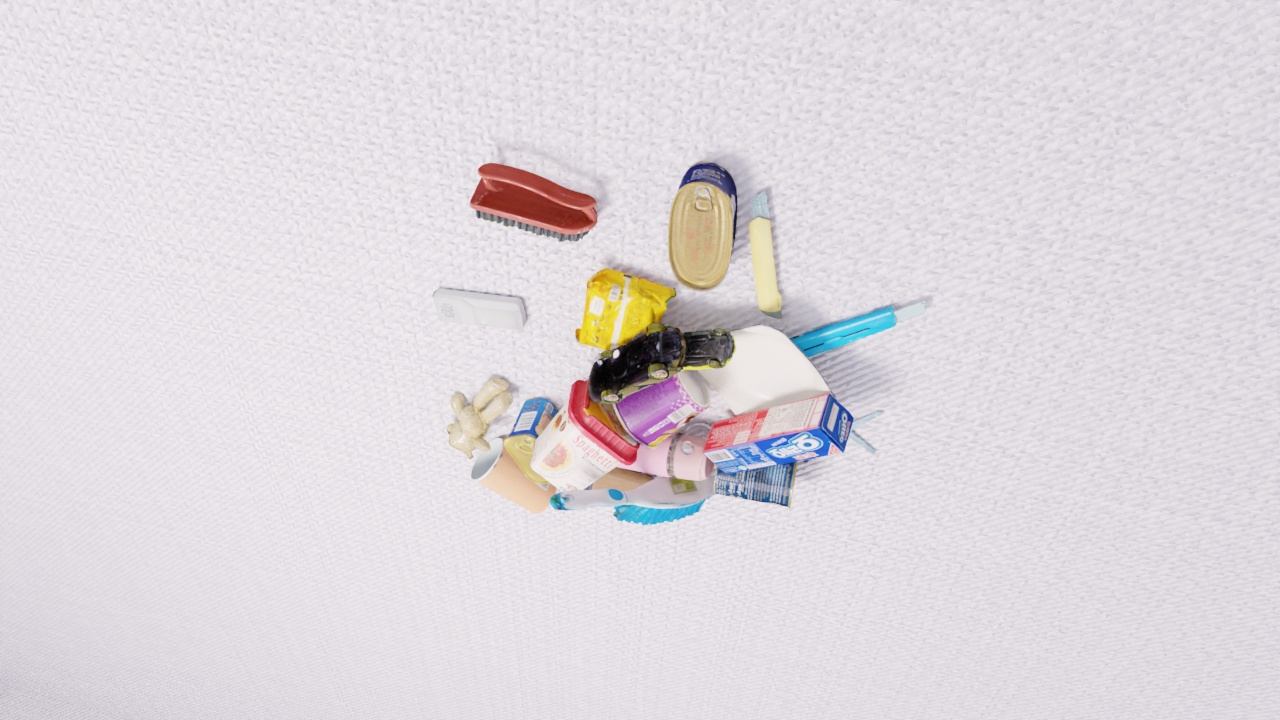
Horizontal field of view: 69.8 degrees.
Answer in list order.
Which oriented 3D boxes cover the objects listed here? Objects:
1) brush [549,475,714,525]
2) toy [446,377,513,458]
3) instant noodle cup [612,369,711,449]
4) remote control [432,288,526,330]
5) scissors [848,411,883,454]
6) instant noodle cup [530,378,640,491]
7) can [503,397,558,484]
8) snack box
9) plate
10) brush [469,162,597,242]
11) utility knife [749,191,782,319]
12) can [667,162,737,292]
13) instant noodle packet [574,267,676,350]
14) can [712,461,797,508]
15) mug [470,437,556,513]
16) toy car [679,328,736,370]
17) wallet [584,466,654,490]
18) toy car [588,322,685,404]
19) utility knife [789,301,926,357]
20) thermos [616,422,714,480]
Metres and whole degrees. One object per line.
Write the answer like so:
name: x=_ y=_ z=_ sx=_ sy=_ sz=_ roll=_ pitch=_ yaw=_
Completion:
brush: x=-0.013 y=0.194 z=1.274 sx=0.313 sy=0.060 sz=0.110 roll=-3 pitch=153 yaw=-37
toy: x=-0.240 y=0.084 z=1.372 sx=0.105 sy=0.066 sz=0.158 roll=53 pitch=130 yaw=12
instant noodle cup: x=0.031 y=0.046 z=1.207 sx=0.099 sy=0.111 sz=0.111 roll=-32 pitch=117 yaw=23
remote control: x=-0.217 y=-0.067 z=1.238 sx=0.125 sy=0.024 sz=0.049 roll=8 pitch=134 yaw=13
scissors: x=0.267 y=0.094 z=1.234 sx=0.133 sy=0.017 sz=0.134 roll=36 pitch=130 yaw=-21
instant noodle cup: x=-0.076 y=0.108 z=1.229 sx=0.116 sy=0.116 sz=0.124 roll=39 pitch=112 yaw=-17
can: x=-0.146 y=0.117 z=1.347 sx=0.057 sy=0.083 sz=0.102 roll=-11 pitch=127 yaw=27
snack box: x=0.173 y=0.098 z=1.177 sx=0.057 sy=0.058 sz=0.208 roll=42 pitch=144 yaw=-23
plate: x=0.157 y=0.014 z=1.166 sx=0.165 sy=0.034 sz=0.163 roll=-16 pitch=124 yaw=45
brush: x=-0.120 y=-0.184 z=1.065 sx=0.146 sy=0.063 sz=0.069 roll=17 pitch=149 yaw=1
utility knife: x=0.145 y=-0.117 z=1.069 sx=0.031 sy=0.019 sz=0.184 roll=-1 pitch=138 yaw=14
can: x=0.072 y=-0.150 z=1.042 sx=0.075 sy=0.049 sz=0.148 roll=9 pitch=134 yaw=10
instant noodle packet: x=-0.021 y=-0.059 z=1.165 sx=0.111 sy=0.044 sz=0.129 roll=14 pitch=139 yaw=-4
can: x=0.161 y=0.161 z=1.290 sx=0.111 sy=0.075 sz=0.075 roll=9 pitch=134 yaw=11
mug: x=-0.195 y=0.185 z=1.441 sx=0.122 sy=0.078 sz=0.078 roll=38 pitch=133 yaw=-25
toy car: x=0.074 y=-0.010 z=1.131 sx=0.105 sy=0.048 sz=0.032 roll=-5 pitch=158 yaw=38
wallet: x=-0.040 y=0.193 z=1.422 sx=0.115 sy=0.033 sz=0.090 roll=16 pitch=138 yaw=3
toy car: x=-0.007 y=0.007 z=1.150 sx=0.159 sy=0.070 sz=0.042 roll=-25 pitch=144 yaw=38
utility knife: x=0.259 y=-0.038 z=1.106 sx=0.183 sy=0.018 sz=0.034 roll=-20 pitch=121 yaw=33
thermos: x=0.009 y=0.117 z=1.304 sx=0.199 sy=0.087 sz=0.067 roll=7 pitch=149 yaw=22
